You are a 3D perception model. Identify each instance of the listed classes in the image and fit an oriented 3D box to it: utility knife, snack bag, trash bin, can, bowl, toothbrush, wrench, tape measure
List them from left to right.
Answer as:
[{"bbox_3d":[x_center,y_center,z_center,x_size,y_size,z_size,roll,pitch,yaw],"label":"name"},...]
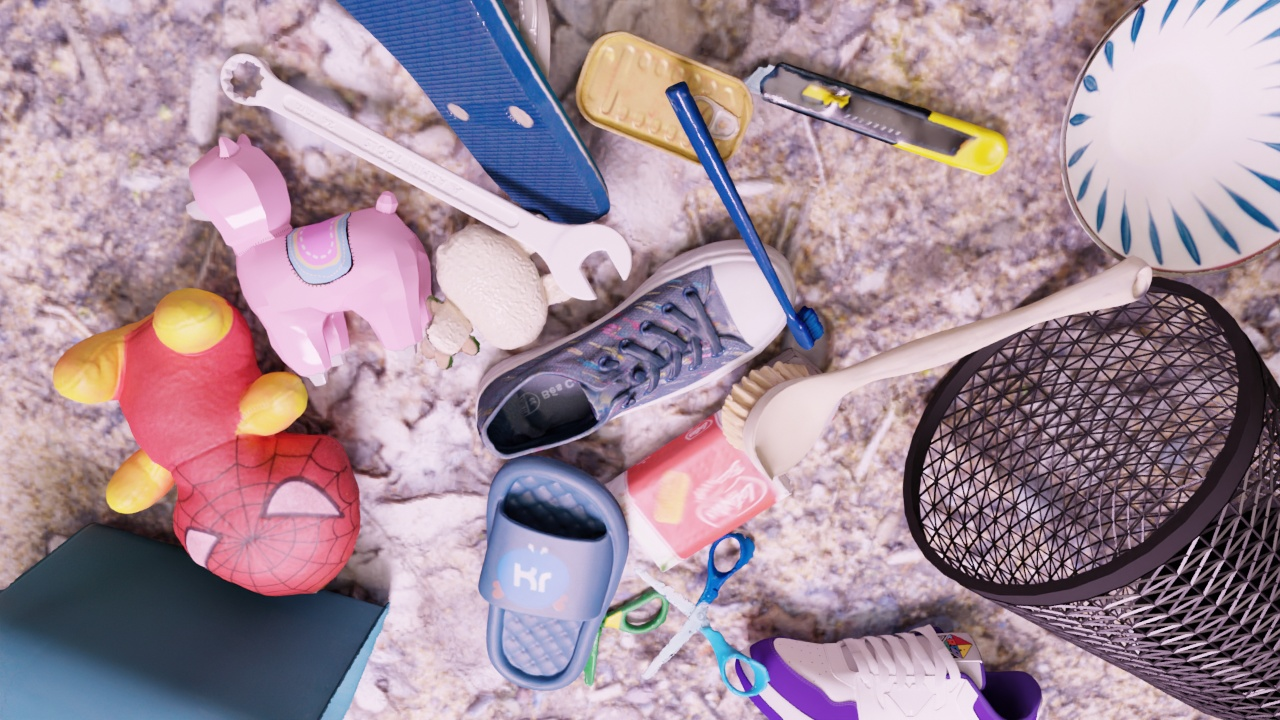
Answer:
[{"bbox_3d":[-0.323,0.237,0.628,0.218,0.196,0.199,24,108,-4],"label":"trash bin"},{"bbox_3d":[-0.129,-0.112,0.550,0.273,0.009,0.047,28,98,1],"label":"wrench"},{"bbox_3d":[0.013,-0.156,0.543,0.100,0.059,0.054,20,110,-9],"label":"can"},{"bbox_3d":[0.040,0.091,0.654,0.116,0.036,0.077,-34,108,11],"label":"snack bag"},{"bbox_3d":[0.066,-0.081,0.543,0.017,0.016,0.190,-41,120,-13],"label":"toothbrush"},{"bbox_3d":[0.103,0.028,0.639,0.062,0.020,0.060,-38,108,12],"label":"tape measure"},{"bbox_3d":[0.146,-0.152,0.571,0.174,0.020,0.029,15,108,-6],"label":"utility knife"},{"bbox_3d":[0.335,0.105,0.585,0.243,0.216,0.217,36,106,-21],"label":"trash bin"},{"bbox_3d":[0.325,-0.144,0.550,0.177,0.070,0.177,-1,111,-2],"label":"bowl"}]

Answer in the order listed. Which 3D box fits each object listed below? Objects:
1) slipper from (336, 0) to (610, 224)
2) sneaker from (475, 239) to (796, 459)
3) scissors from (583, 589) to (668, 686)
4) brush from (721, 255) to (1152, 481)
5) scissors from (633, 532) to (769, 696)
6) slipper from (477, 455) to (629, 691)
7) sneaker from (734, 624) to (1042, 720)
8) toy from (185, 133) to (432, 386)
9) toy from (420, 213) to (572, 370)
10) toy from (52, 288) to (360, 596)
[{"bbox_3d":[-0.095,-0.183,0.481,0.060,0.118,0.295,-58,137,-18],"label":"slipper"},{"bbox_3d":[-0.004,0.003,0.595,0.236,0.079,0.087,-27,110,9],"label":"sneaker"},{"bbox_3d":[-0.041,0.196,0.706,0.126,0.011,0.127,-27,108,9],"label":"scissors"},{"bbox_3d":[0.176,-0.001,0.570,0.273,0.077,0.062,-24,142,13],"label":"brush"},{"bbox_3d":[0.049,0.187,0.677,0.127,0.014,0.133,32,83,16],"label":"scissors"},{"bbox_3d":[-0.066,0.162,0.651,0.104,0.059,0.214,11,119,4],"label":"slipper"},{"bbox_3d":[0.198,0.247,0.695,0.244,0.091,0.111,23,105,-12],"label":"sneaker"},{"bbox_3d":[-0.202,-0.068,0.569,0.123,0.067,0.157,-18,107,4],"label":"toy"},{"bbox_3d":[-0.095,-0.044,0.585,0.112,0.050,0.087,-37,118,-3],"label":"toy"},{"bbox_3d":[-0.265,0.060,0.600,0.148,0.098,0.216,-21,110,18],"label":"toy"}]
